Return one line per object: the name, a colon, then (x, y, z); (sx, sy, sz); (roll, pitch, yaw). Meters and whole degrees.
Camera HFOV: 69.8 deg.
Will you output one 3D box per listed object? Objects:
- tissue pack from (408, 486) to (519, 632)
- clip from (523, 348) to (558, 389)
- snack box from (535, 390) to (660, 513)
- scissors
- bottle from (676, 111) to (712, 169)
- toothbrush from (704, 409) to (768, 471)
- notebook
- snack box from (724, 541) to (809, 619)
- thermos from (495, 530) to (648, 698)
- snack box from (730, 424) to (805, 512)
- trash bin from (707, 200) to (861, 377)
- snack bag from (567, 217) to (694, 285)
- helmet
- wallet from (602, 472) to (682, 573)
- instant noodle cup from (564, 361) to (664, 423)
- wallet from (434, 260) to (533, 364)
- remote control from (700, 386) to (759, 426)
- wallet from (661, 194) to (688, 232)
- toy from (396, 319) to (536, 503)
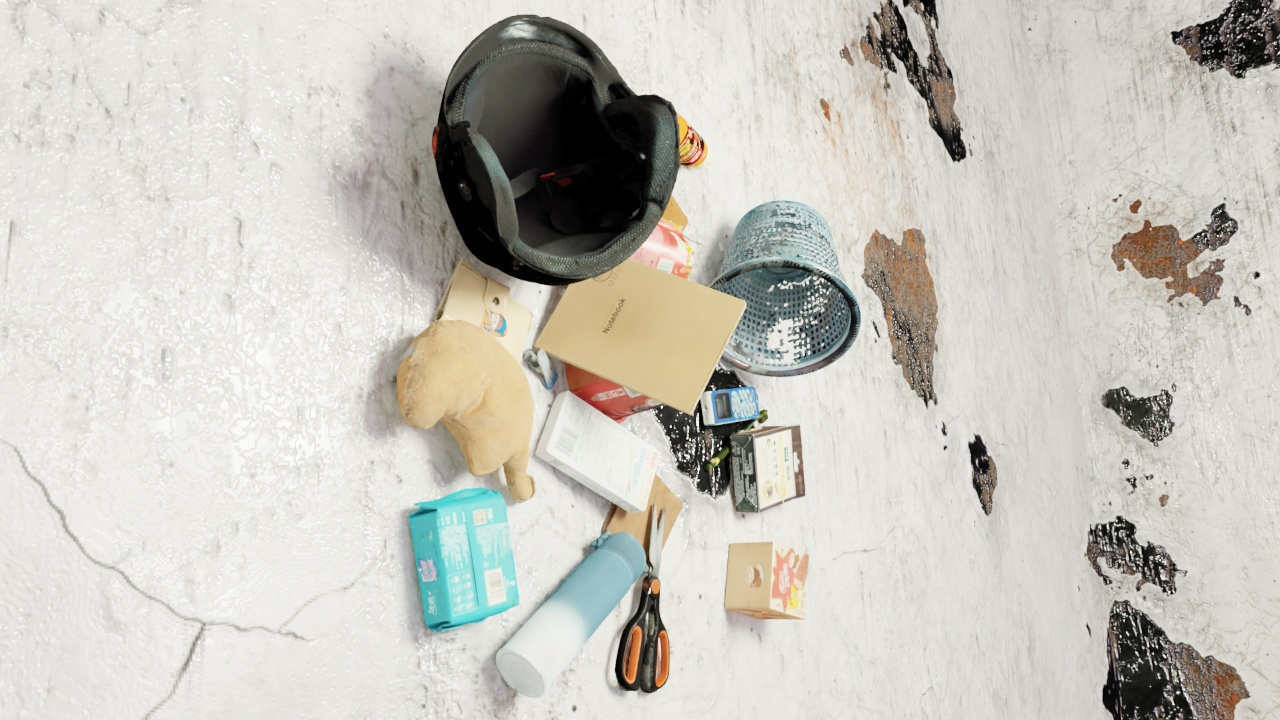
tissue pack: (-0.177, 0.196, 0.919); (0.093, 0.050, 0.133); (-3, 83, -48)
clip: (-0.112, 0.008, 1.068); (0.056, 0.026, 0.024); (59, 47, -35)
snack box: (-0.048, 0.111, 1.094); (0.156, 0.027, 0.084); (36, 54, -28)
scissors: (0.017, 0.298, 1.140); (0.161, 0.022, 0.233); (55, 45, -35)
bottle: (0.061, -0.312, 1.325); (0.149, 0.067, 0.066); (15, 69, -54)
toothbrush: (0.144, 0.117, 1.347); (0.185, 0.012, 0.017); (-36, 119, -48)
notebook: (-0.002, -0.040, 1.054); (0.147, 0.208, 0.008); (-62, 159, -14)
snack box: (0.179, 0.310, 1.287); (0.094, 0.077, 0.092); (29, 60, -42)
thermos: (-0.070, 0.272, 1.017); (0.219, 0.070, 0.070); (-42, 112, -47)
snack box: (0.187, 0.156, 1.347); (0.125, 0.053, 0.113); (-6, 93, -53)
trash bin: (0.205, -0.120, 1.346); (0.226, 0.227, 0.194); (47, 36, -32)
snack bag: (-0.033, -0.143, 1.152); (0.207, 0.073, 0.128); (11, 84, -33)
helmet: (-0.102, -0.211, 0.976); (0.233, 0.231, 0.274); (-16, 87, -26)
wallet: (0.004, 0.196, 1.158); (0.101, 0.020, 0.115); (51, 49, -29)
instant noodle cup: (-0.007, 0.007, 1.122); (0.137, 0.109, 0.137); (15, 69, -47)
wallet: (-0.168, -0.051, 1.014); (0.115, 0.024, 0.087); (36, 54, -37)
remote control: (0.130, 0.066, 1.334); (0.124, 0.024, 0.049); (-3, 83, -51)
wallet: (0.013, -0.189, 1.258); (0.108, 0.031, 0.131); (55, 44, -27)
toy: (-0.159, 0.054, 0.960); (0.226, 0.083, 0.143); (49, 51, -35)
